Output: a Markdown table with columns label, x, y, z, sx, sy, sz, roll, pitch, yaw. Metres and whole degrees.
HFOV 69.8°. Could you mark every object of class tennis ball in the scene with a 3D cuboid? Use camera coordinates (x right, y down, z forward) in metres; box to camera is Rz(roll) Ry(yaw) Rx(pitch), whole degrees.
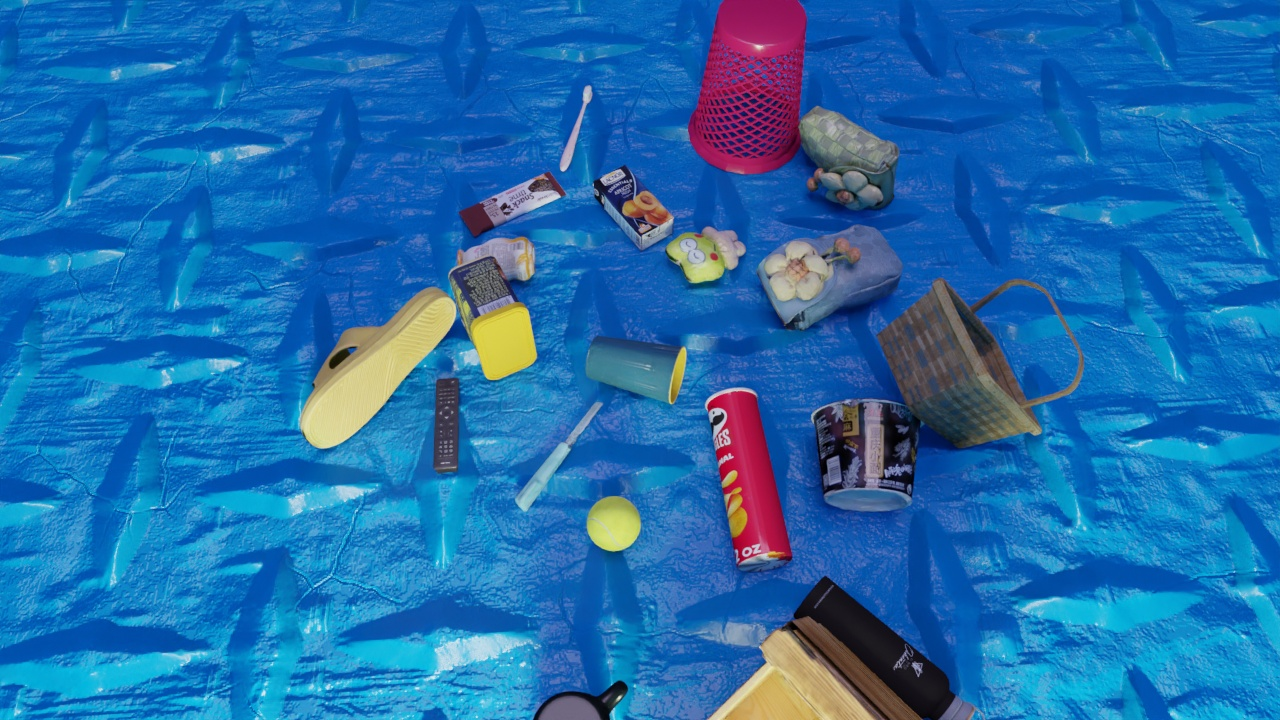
| label | x | y | z | sx | sy | sz | roll | pitch | yaw |
| --- | --- | --- | --- | --- | --- | --- | --- | --- | --- |
| tennis ball | -0.032 | 0.197 | 1.111 | 0.065 | 0.065 | 0.065 | 0 | 59 | 0 |

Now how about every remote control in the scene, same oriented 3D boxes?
| label | x | y | z | sx | sy | sz | roll | pitch | yaw |
| --- | --- | --- | --- | --- | --- | --- | --- | --- | --- |
| remote control | -0.254 | 0.084 | 1.206 | 0.032 | 0.015 | 0.136 | -5 | 57 | -3 |

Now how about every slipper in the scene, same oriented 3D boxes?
| label | x | y | z | sx | sy | sz | roll | pitch | yaw |
| --- | --- | --- | --- | --- | --- | --- | --- | --- | --- |
| slipper | -0.356 | -0.005 | 1.208 | 0.078 | 0.100 | 0.262 | 33 | 67 | 24 |

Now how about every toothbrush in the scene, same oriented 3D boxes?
| label | x | y | z | sx | sy | sz | roll | pitch | yaw |
| --- | --- | --- | --- | --- | --- | --- | --- | --- | --- |
| toothbrush | -0.104 | -0.374 | 1.476 | 0.016 | 0.018 | 0.180 | 10 | 61 | 6 |

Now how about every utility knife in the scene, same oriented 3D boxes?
| label | x | y | z | sx | sy | sz | roll | pitch | yaw |
| --- | --- | --- | --- | --- | --- | --- | --- | --- | --- |
| utility knife | -0.103 | 0.119 | 1.186 | 0.022 | 0.016 | 0.179 | 31 | 66 | 15 |

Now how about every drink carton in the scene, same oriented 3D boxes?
| label | x | y | z | sx | sy | sz | roll | pitch | yaw |
| --- | --- | --- | --- | --- | --- | --- | --- | --- | --- |
| drink carton | -0.011 | -0.231 | 1.379 | 0.064 | 0.040 | 0.130 | -30 | 64 | -17 |

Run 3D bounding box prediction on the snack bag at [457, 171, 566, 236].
| label | x | y | z | sx | sy | sz | roll | pitch | yaw |
| --- | --- | --- | --- | --- | --- | --- | --- | --- | --- |
| snack bag | -0.195 | -0.240 | 1.399 | 0.157 | 0.013 | 0.057 | -27 | 65 | -15 |

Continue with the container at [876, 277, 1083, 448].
| label | x | y | z | sx | sy | sz | roll | pitch | yaw |
| --- | --- | --- | --- | --- | --- | --- | --- | --- | --- |
| container | 0.423 | -0.002 | 1.110 | 0.187 | 0.249 | 0.157 | -30 | 57 | 24 |

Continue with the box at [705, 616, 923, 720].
| label | x | y | z | sx | sy | sz | roll | pitch | yaw |
| --- | --- | --- | --- | --- | --- | --- | --- | --- | --- |
| box | 0.201 | 0.390 | 0.853 | 0.281 | 0.316 | 0.279 | -35 | 64 | -28 |

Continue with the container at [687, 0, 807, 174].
| label | x | y | z | sx | sy | sz | roll | pitch | yaw |
| --- | --- | --- | --- | --- | --- | --- | --- | --- | --- |
| container | 0.171 | -0.428 | 1.388 | 0.183 | 0.226 | 0.182 | 0 | 59 | 0 |

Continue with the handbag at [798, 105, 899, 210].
| label | x | y | z | sx | sy | sz | roll | pitch | yaw |
| --- | --- | --- | --- | --- | --- | --- | --- | --- | --- |
| handbag | 0.303 | -0.296 | 1.388 | 0.116 | 0.113 | 0.186 | -44 | 65 | -8 |

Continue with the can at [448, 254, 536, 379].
| label | x | y | z | sx | sy | sz | roll | pitch | yaw |
| --- | --- | --- | --- | --- | --- | --- | --- | --- | --- |
| can | -0.198 | -0.058 | 1.222 | 0.075 | 0.135 | 0.104 | -23 | 60 | -14 |

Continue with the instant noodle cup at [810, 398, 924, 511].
| label | x | y | z | sx | sy | sz | roll | pitch | yaw |
| --- | --- | --- | --- | --- | --- | --- | --- | --- | --- |
| instant noodle cup | 0.278 | 0.122 | 1.129 | 0.137 | 0.137 | 0.112 | 5 | 68 | 3 |

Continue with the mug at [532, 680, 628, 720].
| label | x | y | z | sx | sy | sz | roll | pitch | yaw |
| --- | --- | --- | --- | --- | --- | --- | --- | --- | --- |
| mug | -0.060 | 0.389 | 0.981 | 0.121 | 0.095 | 0.085 | -39 | 67 | -20 |

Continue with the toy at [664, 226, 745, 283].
| label | x | y | z | sx | sy | sz | roll | pitch | yaw |
| --- | --- | --- | --- | --- | --- | --- | --- | --- | --- |
| toy | 0.099 | -0.157 | 1.334 | 0.115 | 0.046 | 0.092 | -23 | 59 | -22 |

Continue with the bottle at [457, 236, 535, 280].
| label | x | y | z | sx | sy | sz | roll | pitch | yaw |
| --- | --- | --- | --- | --- | --- | --- | --- | --- | --- |
| bottle | -0.206 | -0.144 | 1.313 | 0.108 | 0.063 | 0.063 | -2 | 59 | -2 |

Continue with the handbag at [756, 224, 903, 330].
| label | x | y | z | sx | sy | sz | roll | pitch | yaw |
| --- | --- | --- | --- | --- | --- | --- | --- | --- | --- |
| handbag | 0.264 | -0.125 | 1.273 | 0.192 | 0.119 | 0.121 | -19 | 61 | -5 |

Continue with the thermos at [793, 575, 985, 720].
| label | x | y | z | sx | sy | sz | roll | pitch | yaw |
| --- | --- | --- | --- | --- | --- | --- | --- | --- | --- |
| thermos | 0.282 | 0.341 | 1.030 | 0.231 | 0.061 | 0.061 | 38 | 66 | 20 |

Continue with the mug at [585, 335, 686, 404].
| label | x | y | z | sx | sy | sz | roll | pitch | yaw |
| --- | --- | --- | --- | --- | --- | --- | --- | --- | --- |
| mug | -0.007 | 0.007 | 1.222 | 0.121 | 0.078 | 0.078 | 12 | 60 | 13 |

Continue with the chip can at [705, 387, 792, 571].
| label | x | y | z | sx | sy | sz | roll | pitch | yaw |
| --- | --- | --- | --- | --- | --- | --- | --- | --- | --- |
| chip can | 0.133 | 0.146 | 1.140 | 0.069 | 0.069 | 0.220 | -6 | 60 | -4 |
